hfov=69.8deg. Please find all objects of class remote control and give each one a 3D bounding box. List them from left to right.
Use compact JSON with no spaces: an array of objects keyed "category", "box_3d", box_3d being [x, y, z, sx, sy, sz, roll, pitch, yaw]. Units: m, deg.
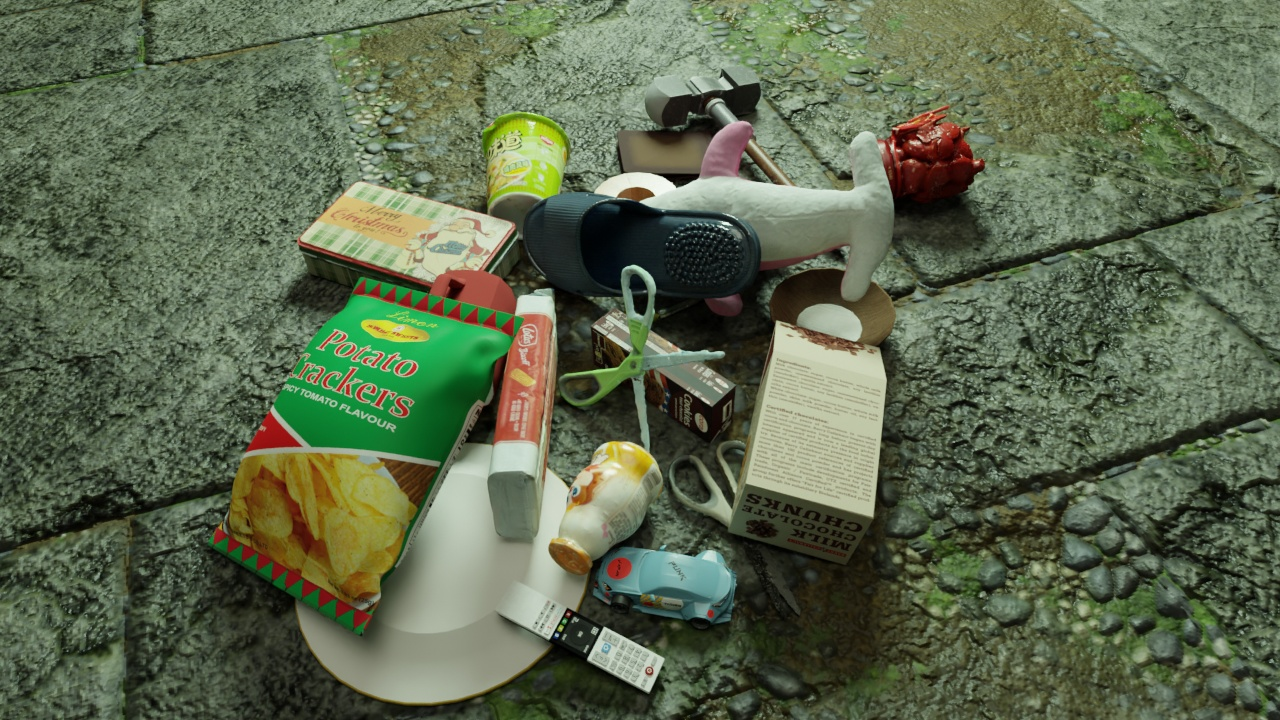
[{"category":"remote control","box_3d":[-0.044,0.198,0.658,0.124,0.012,0.028,25,52,8]}]

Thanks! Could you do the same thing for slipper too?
[{"category":"slipper","box_3d":[-0.020,-0.102,0.850,0.264,0.101,0.082,11,12,32]}]

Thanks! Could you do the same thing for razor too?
[{"category":"razor","box_3d":[0.027,-0.047,0.883,0.105,0.043,0.026,-24,48,-31]}]

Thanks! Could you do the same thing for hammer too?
[{"category":"hammer","box_3d":[0.138,-0.224,1.030,0.155,0.043,0.322,-16,53,-23]}]

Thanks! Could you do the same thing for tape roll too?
[{"category":"tape roll","box_3d":[-0.004,-0.163,0.989,0.094,0.027,0.093,-1,48,1]}]

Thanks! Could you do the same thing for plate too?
[{"category":"plate","box_3d":[-0.153,0.151,0.712,0.230,0.021,0.229,-1,48,1]}]

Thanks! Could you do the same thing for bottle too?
[{"category":"bottle","box_3d":[-0.029,0.114,0.711,0.063,0.063,0.108,21,48,19]},{"category":"bottle","box_3d":[0.304,-0.217,0.980,0.111,0.099,0.098,-9,48,2]}]

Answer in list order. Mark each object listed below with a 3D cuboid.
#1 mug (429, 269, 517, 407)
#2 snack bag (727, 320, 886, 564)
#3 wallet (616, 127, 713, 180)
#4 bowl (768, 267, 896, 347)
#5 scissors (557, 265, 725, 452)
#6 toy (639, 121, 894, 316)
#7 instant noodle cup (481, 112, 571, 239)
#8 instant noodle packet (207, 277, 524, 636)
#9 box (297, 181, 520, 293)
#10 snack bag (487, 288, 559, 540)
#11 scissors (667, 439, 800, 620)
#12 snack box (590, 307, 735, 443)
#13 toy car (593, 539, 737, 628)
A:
[{"category":"mug","box_3d":[-0.161,-0.030,0.813,0.080,0.116,0.096,2,48,9]},{"category":"snack bag","box_3d":[0.142,0.050,0.753,0.094,0.070,0.205,15,49,4]},{"category":"wallet","box_3d":[0.033,-0.240,1.068,0.115,0.018,0.091,-4,47,-6]},{"category":"bowl","box_3d":[0.179,-0.039,0.868,0.118,0.030,0.117,-1,47,1]},{"category":"scissors","box_3d":[-0.004,0.004,0.784,0.172,0.021,0.172,-11,80,30]},{"category":"toy","box_3d":[0.116,-0.131,0.890,0.266,0.127,0.186,2,87,28]},{"category":"instant noodle cup","box_3d":[-0.124,-0.192,0.982,0.099,0.099,0.107,-2,56,0]},{"category":"instant noodle packet","box_3d":[-0.218,0.058,0.713,0.196,0.090,0.252,15,72,34]},{"category":"box","box_3d":[-0.235,-0.114,0.940,0.206,0.050,0.117,18,50,18]},{"category":"snack bag","box_3d":[-0.093,0.037,0.758,0.041,0.078,0.224,-1,40,-1]},{"category":"scissors","box_3d":[0.091,0.126,0.733,0.169,0.013,0.132,30,56,26]},{"category":"snack box","box_3d":[0.018,0.012,0.813,0.141,0.051,0.031,34,57,28]},{"category":"toy car","box_3d":[0.018,0.164,0.691,0.108,0.028,0.060,8,48,9]}]
